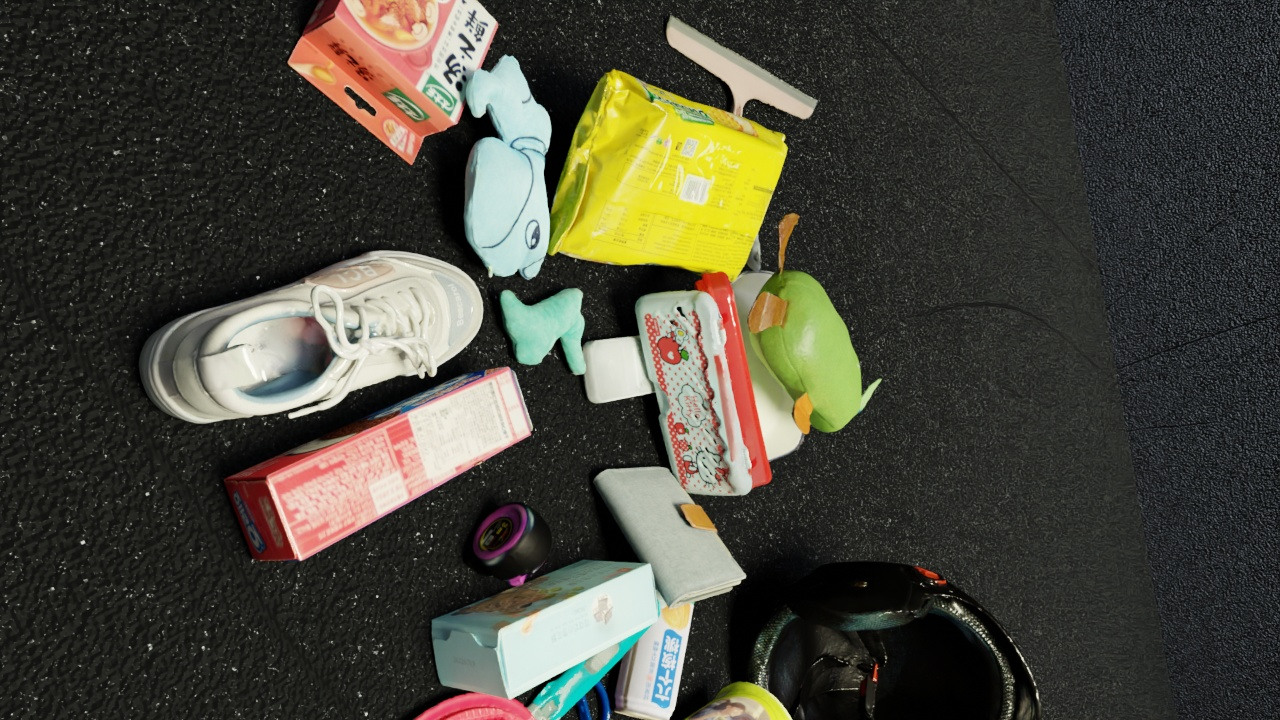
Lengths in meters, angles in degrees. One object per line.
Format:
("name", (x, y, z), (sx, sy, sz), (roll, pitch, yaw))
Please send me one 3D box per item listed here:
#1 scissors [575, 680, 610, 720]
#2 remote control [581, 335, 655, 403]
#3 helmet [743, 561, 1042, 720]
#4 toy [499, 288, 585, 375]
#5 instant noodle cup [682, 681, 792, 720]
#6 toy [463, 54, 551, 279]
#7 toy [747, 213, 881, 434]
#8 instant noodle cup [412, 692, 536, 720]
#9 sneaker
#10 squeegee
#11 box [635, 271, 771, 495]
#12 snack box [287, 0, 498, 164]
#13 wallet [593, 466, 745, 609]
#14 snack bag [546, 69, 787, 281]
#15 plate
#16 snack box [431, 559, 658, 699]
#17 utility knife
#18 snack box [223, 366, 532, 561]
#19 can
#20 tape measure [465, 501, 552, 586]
("scissors", (-0.039, 0.341, 0.765), (0.162, 0.012, 0.163), (30, 63, -46))
("remote control", (-0.005, 0.005, 0.846), (0.135, 0.020, 0.056), (-9, 94, -52))
("helmet", (0.244, 0.316, 0.922), (0.230, 0.275, 0.233), (-32, 124, -77))
("toy", (-0.073, -0.025, 0.759), (0.091, 0.030, 0.096), (-34, 117, -46))
("instant noodle cup", (0.064, 0.362, 0.823), (0.123, 0.112, 0.111), (-4, 88, -43))
("toy", (-0.102, -0.138, 0.706), (0.161, 0.050, 0.156), (62, 42, -51))
("toy", (0.169, -0.016, 0.940), (0.247, 0.090, 0.226), (57, 35, -35))
("instant noodle cup", (-0.107, 0.333, 0.629), (0.193, 0.066, 0.193), (6, 82, -48))
("sneaker", (-0.177, -0.022, 0.579), (0.241, 0.091, 0.089), (-23, 104, -51))
("squeegee", (0.111, -0.211, 1.000), (0.247, 0.040, 0.249), (14, 69, -41))
("box", (0.054, 0.027, 0.841), (0.095, 0.098, 0.201), (-87, 165, -71))
("snack box", (-0.170, -0.227, 0.652), (0.113, 0.044, 0.127), (38, 57, -42))
("wallet", (0.029, 0.147, 0.804), (0.106, 0.037, 0.129), (2, 46, -51))
("snack bag", (0.032, -0.152, 0.816), (0.246, 0.068, 0.158), (1, 115, -47))
("plate", (0.120, 0.006, 0.983), (0.204, 0.046, 0.204), (8, 80, -51))
("snack box", (-0.067, 0.198, 0.698), (0.174, 0.074, 0.051), (-9, 91, -52))
("utility knife", (-0.024, 0.236, 0.759), (0.186, 0.013, 0.029), (-38, 101, -30))
("snack box", (-0.164, 0.063, 0.612), (0.206, 0.057, 0.058), (-28, 104, -49))
("can", (0.014, 0.246, 0.810), (0.053, 0.053, 0.134), (36, 58, -43))
("tape measure", (-0.095, 0.137, 0.686), (0.039, 0.058, 0.056), (52, 46, -34))
